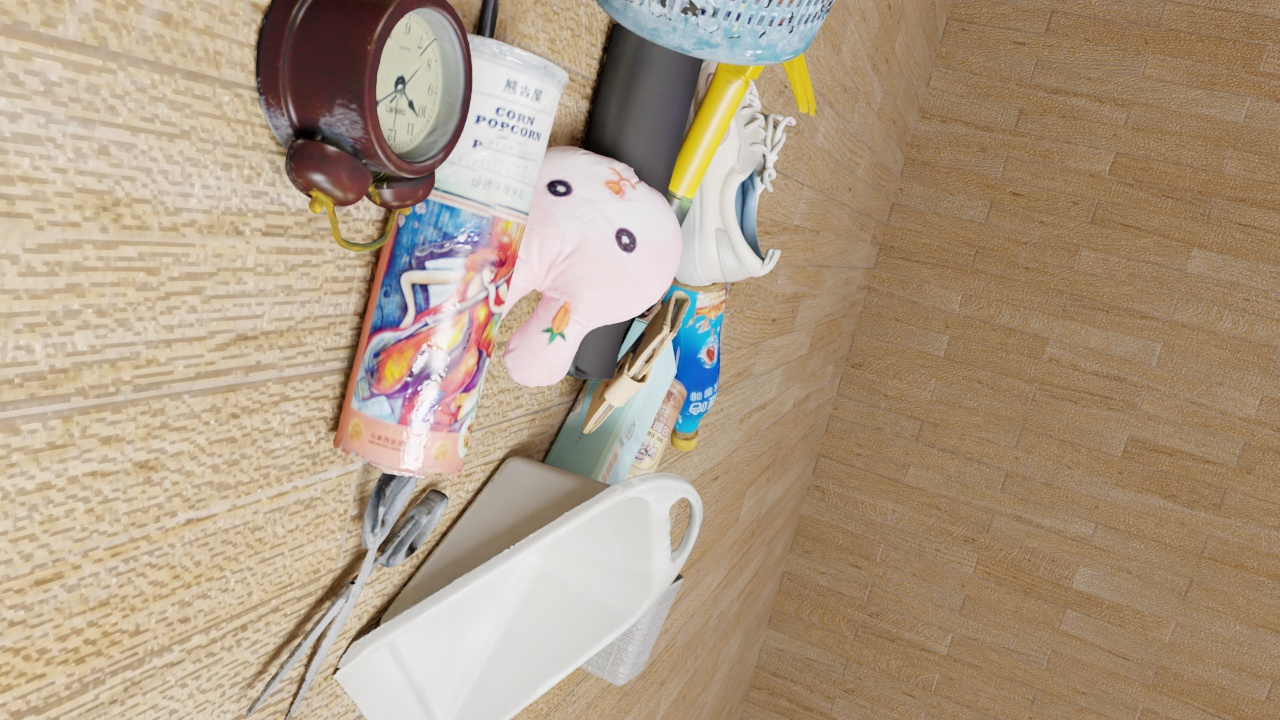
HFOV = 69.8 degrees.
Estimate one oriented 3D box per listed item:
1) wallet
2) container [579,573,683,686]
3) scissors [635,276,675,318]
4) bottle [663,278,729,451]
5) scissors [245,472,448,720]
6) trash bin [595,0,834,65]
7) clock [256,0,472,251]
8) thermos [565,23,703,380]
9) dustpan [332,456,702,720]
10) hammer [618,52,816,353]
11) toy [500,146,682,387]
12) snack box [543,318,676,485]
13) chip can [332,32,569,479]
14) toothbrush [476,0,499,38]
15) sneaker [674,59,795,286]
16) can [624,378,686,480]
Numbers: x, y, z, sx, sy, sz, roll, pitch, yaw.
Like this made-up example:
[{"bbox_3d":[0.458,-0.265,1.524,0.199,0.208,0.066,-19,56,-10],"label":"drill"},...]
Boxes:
[{"bbox_3d":[-0.004,0.004,0.713,0.115,0.024,0.087,-50,-175,26],"label":"wallet"},{"bbox_3d":[-0.023,0.266,0.959,0.114,0.090,0.090,-69,161,2],"label":"container"},{"bbox_3d":[0.045,-0.130,0.848,0.226,0.015,0.189,-24,139,-61],"label":"scissors"},{"bbox_3d":[0.051,0.003,0.956,0.065,0.065,0.219,-51,151,-48],"label":"bottle"},{"bbox_3d":[-0.159,0.124,0.525,0.180,0.014,0.160,-47,158,-61],"label":"scissors"},{"bbox_3d":[0.058,-0.290,0.523,0.225,0.226,0.196,-52,165,-47],"label":"trash bin"},{"bbox_3d":[-0.115,-0.107,0.390,0.082,0.055,0.122,-19,122,-68],"label":"clock"},{"bbox_3d":[-0.016,-0.106,0.646,0.090,0.068,0.243,-90,-166,-80],"label":"thermos"},{"bbox_3d":[-0.064,0.188,0.683,0.223,0.143,0.257,86,27,-48],"label":"dustpan"},{"bbox_3d":[0.028,-0.127,0.702,0.032,0.129,0.301,-15,137,-57],"label":"hammer"},{"bbox_3d":[-0.045,-0.061,0.564,0.159,0.121,0.054,-56,-175,-21],"label":"toy"},{"bbox_3d":[-0.025,0.052,0.808,0.074,0.052,0.174,78,35,-60],"label":"snack box"},{"bbox_3d":[-0.099,-0.051,0.470,0.071,0.071,0.215,-3,111,-71],"label":"chip can"},{"bbox_3d":[-0.076,-0.197,0.490,0.015,0.018,0.181,-25,132,-73],"label":"toothbrush"},{"bbox_3d":[0.074,-0.182,0.742,0.089,0.091,0.242,4,86,-67],"label":"sneaker"},{"bbox_3d":[-0.001,0.069,0.882,0.058,0.058,0.116,61,49,-66],"label":"can"}]
